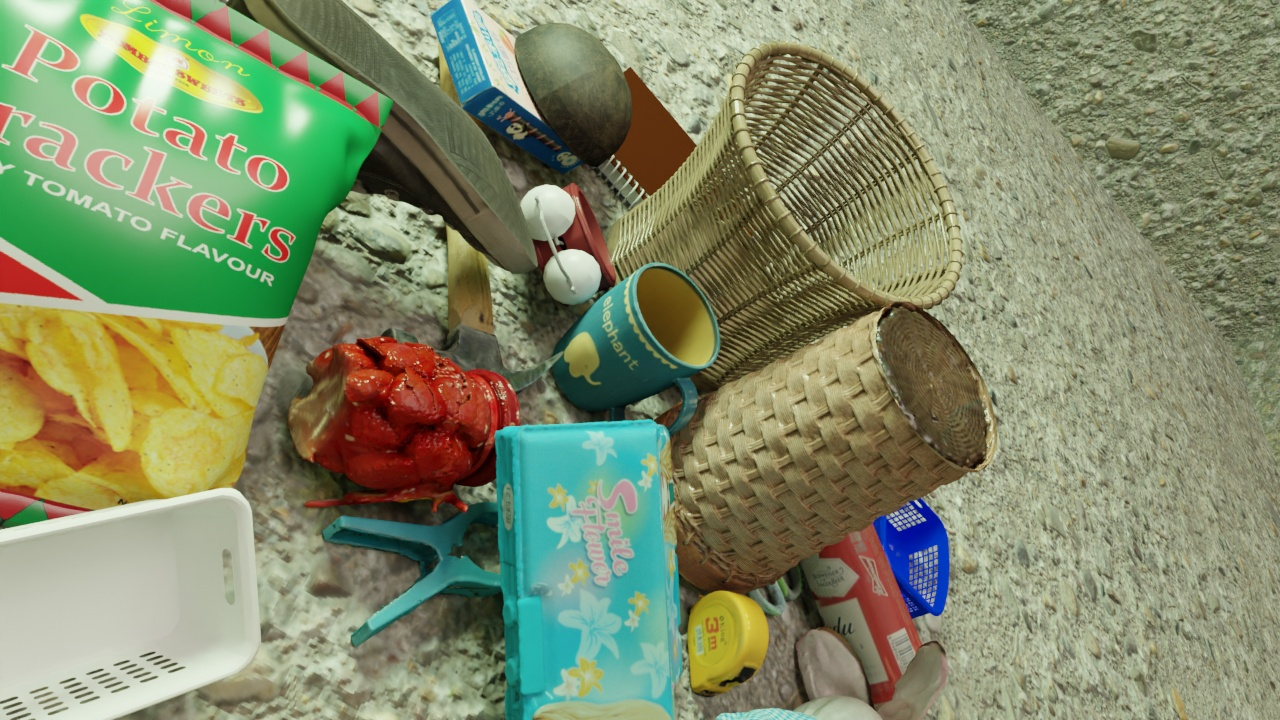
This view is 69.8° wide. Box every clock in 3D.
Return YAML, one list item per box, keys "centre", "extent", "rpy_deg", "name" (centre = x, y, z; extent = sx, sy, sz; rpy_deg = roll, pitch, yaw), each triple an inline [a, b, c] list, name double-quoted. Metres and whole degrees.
- centre: [-0.053, -0.085, 0.674]
  extent: [0.124, 0.044, 0.087]
  rpy_deg: [-56, 124, -82]
  name: "clock"

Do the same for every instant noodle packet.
- centre: [-0.240, -0.052, 0.404]
  extent: [0.195, 0.090, 0.252]
  rpy_deg: [25, 78, -35]
  name: "instant noodle packet"

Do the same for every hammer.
- centre: [-0.126, -0.116, 0.667]
  extent: [0.132, 0.033, 0.329]
  rpy_deg: [18, 51, -38]
  name: "hammer"

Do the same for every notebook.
- centre: [0.027, -0.176, 0.891]
  extent: [0.209, 0.022, 0.171]
  rpy_deg: [47, 36, -12]
  name: "notebook"

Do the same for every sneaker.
- centre: [-0.166, -0.111, 0.551]
  extent: [0.234, 0.120, 0.095]
  rpy_deg: [36, 28, -44]
  name: "sneaker"

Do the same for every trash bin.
- centre: [0.117, 0.062, 0.638]
  extent: [0.151, 0.211, 0.151]
  rpy_deg: [25, 48, -31]
  name: "trash bin"

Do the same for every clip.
- centre: [-0.119, 0.099, 0.522]
  extent: [0.126, 0.028, 0.113]
  rpy_deg: [9, 59, -44]
  name: "clip"

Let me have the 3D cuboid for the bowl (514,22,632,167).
- centre: [-0.043, -0.225, 0.746]
  extent: [0.121, 0.056, 0.121]
  rpy_deg: [51, 23, -31]
  name: "bowl"

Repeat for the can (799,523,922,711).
- centre: [0.175, 0.191, 0.737]
  extent: [0.067, 0.067, 0.170]
  rpy_deg: [-7, 73, -50]
  name: "can"

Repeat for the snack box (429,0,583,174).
- centre: [-0.100, -0.215, 0.731]
  extent: [0.154, 0.033, 0.088]
  rpy_deg: [17, 49, -64]
  name: "snack box"

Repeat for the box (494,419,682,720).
- centre: [-0.006, 0.149, 0.533]
  extent: [0.180, 0.074, 0.227]
  rpy_deg: [3, 82, -54]
  name: "box"

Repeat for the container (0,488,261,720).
- centre: [-0.224, 0.098, 0.362]
  extent: [0.129, 0.050, 0.081]
  rpy_deg: [-9, 99, -51]
  name: "container"

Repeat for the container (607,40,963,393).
- centre: [0.102, -0.097, 0.730]
  extent: [0.226, 0.197, 0.226]
  rpy_deg: [19, 55, -29]
  name: "container"

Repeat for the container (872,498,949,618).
- centre: [0.224, 0.172, 0.822]
  extent: [0.096, 0.058, 0.114]
  rpy_deg: [45, 38, -15]
  name: "container"

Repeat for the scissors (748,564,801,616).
- centre: [0.078, 0.119, 0.738]
  extent: [0.072, 0.033, 0.175]
  rpy_deg: [-17, 81, -49]
  name: "scissors"

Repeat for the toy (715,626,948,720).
- centre: [0.120, 0.265, 0.613]
  extent: [0.204, 0.131, 0.105]
  rpy_deg: [-15, 91, -45]
  name: "toy"

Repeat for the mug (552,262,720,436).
- centre: [-0.004, 0.004, 0.652]
  extent: [0.084, 0.104, 0.112]
  rpy_deg: [-5, 70, -50]
  name: "mug"

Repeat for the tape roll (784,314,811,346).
- centre: [0.127, -0.008, 0.869]
  extent: [0.093, 0.030, 0.093]
  rpy_deg: [28, 45, -33]
  name: "tape roll"

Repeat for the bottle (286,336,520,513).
- centre: [-0.129, 0.038, 0.505]
  extent: [0.111, 0.099, 0.098]
  rpy_deg: [17, 51, -49]
  name: "bottle"

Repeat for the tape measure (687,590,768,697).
- centre: [0.060, 0.188, 0.626]
  extent: [0.030, 0.059, 0.068]
  rpy_deg: [24, 47, -35]
  name: "tape measure"
